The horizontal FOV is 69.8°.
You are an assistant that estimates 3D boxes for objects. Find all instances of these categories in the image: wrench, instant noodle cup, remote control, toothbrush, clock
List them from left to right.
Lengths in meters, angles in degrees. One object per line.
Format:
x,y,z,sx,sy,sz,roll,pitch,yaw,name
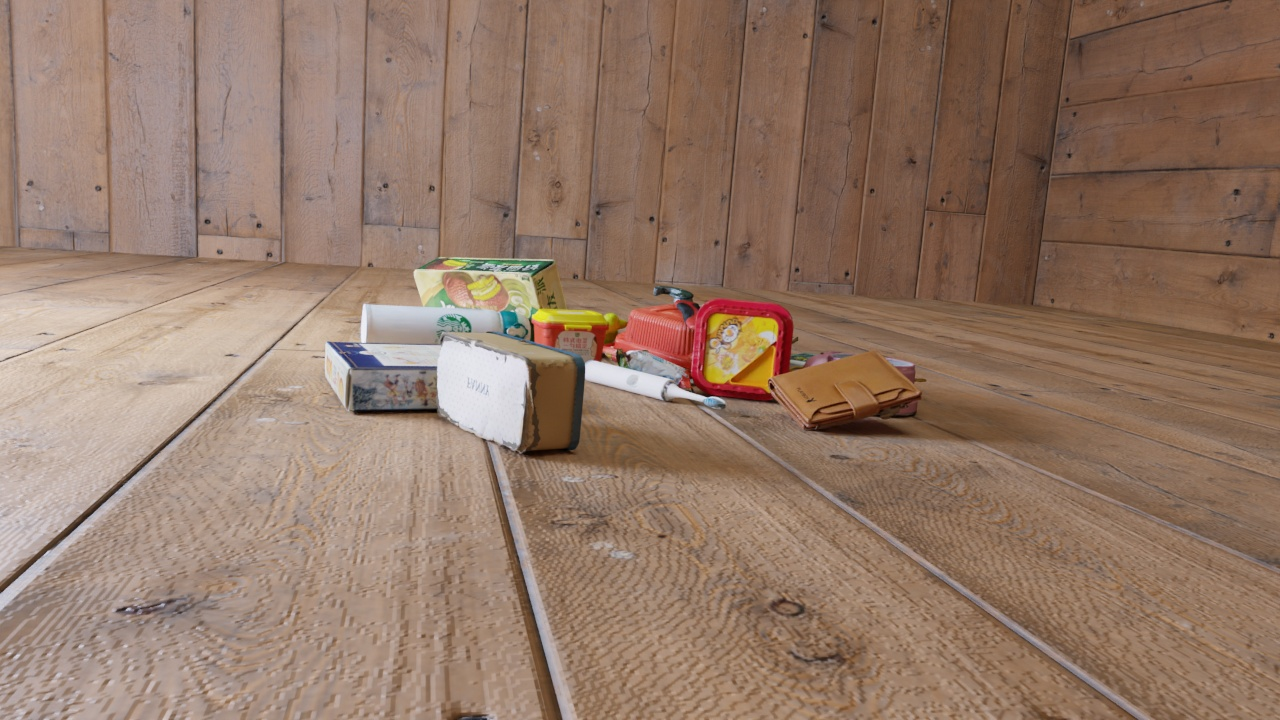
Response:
0.013,0.030,1.055,0.026,0.027,0.221,5,6,-45,toothbrush
0.059,-0.030,1.309,0.189,0.079,0.164,17,19,37,instant noodle cup
0.064,-0.074,1.286,0.056,0.016,0.273,3,14,-9,wrench
0.129,-0.017,1.126,0.116,0.116,0.123,6,7,12,instant noodle cup
0.240,0.004,1.362,0.056,0.019,0.134,10,10,33,remote control
0.253,0.024,1.097,0.159,0.060,0.117,7,8,25,clock

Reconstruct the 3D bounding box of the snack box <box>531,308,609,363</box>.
-0.091,-0.023,1.174,0.091,0.080,0.082,1,8,-19,snack box

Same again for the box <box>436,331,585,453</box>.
-0.117,0.025,0.814,0.060,0.090,0.184,-2,12,-40,box

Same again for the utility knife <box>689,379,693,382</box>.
0.122,0.021,1.203,0.216,0.015,0.033,-3,9,-39,utility knife

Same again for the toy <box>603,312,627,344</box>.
-0.064,-0.037,1.349,0.096,0.031,0.100,-14,-19,-5,toy

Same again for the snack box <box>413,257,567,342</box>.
-0.223,-0.091,1.373,0.240,0.114,0.063,6,30,32,snack box

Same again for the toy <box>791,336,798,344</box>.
0.175,-0.041,1.478,0.157,0.066,0.105,8,-11,-26,toy

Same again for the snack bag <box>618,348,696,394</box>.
0.020,0.010,1.100,0.104,0.026,0.048,23,8,-8,snack bag

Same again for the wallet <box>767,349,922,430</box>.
0.216,0.032,0.977,0.131,0.031,0.107,-14,29,-10,wallet

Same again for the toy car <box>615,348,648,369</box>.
-0.007,0.007,1.164,0.043,0.036,0.091,4,8,-9,toy car

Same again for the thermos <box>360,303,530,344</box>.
-0.263,-0.040,1.256,0.224,0.073,0.073,1,9,-22,thermos

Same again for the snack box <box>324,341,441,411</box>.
-0.231,0.014,0.975,0.182,0.046,0.178,0,9,-25,snack box
